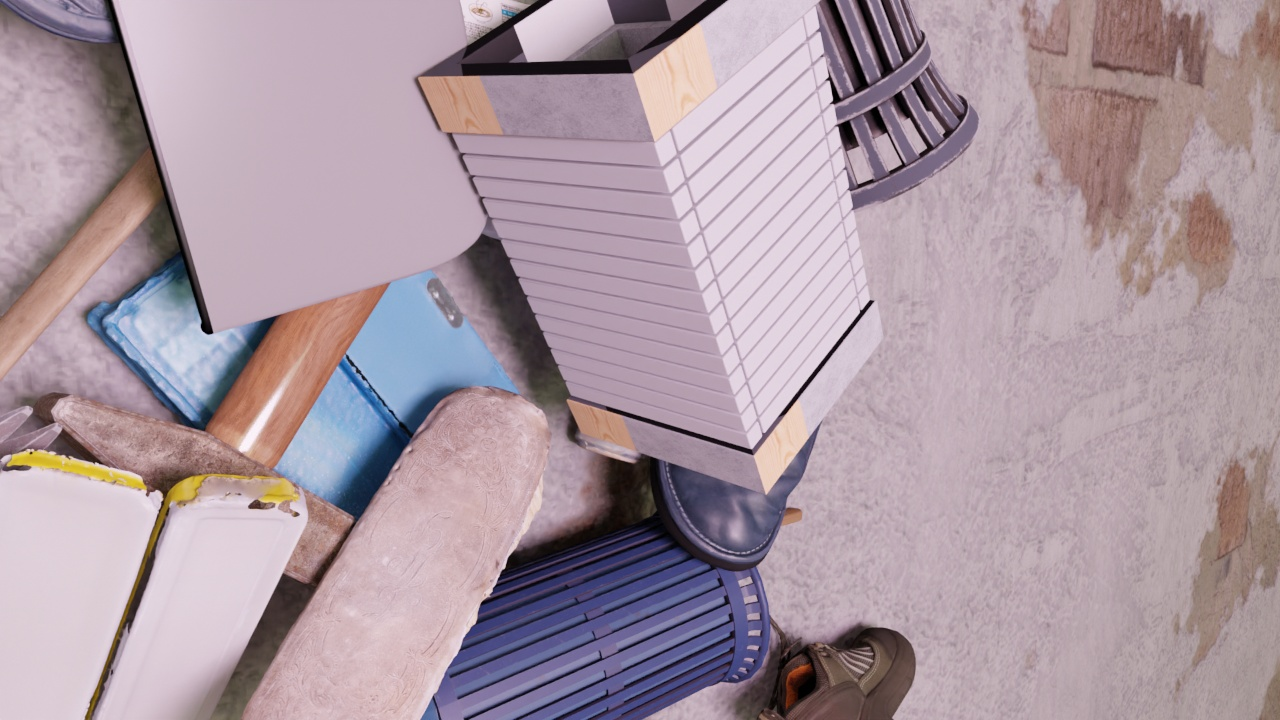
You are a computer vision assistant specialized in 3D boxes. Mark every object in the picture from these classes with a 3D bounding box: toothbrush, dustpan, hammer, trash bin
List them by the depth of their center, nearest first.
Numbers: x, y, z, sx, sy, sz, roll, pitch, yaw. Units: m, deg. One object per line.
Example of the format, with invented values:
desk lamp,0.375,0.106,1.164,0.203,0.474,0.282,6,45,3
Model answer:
hammer,-0.242,-0.078,0.444,0.330,0.119,0.031,-59,150,-22
dustpan,-0.121,-0.129,0.478,0.256,0.033,0.163,-22,118,-34
hammer,-0.170,-0.046,0.506,0.158,0.037,0.300,43,62,-38
trash bin,0.022,-0.076,0.515,0.142,0.143,0.247,-46,132,-31
trash bin,-0.051,0.193,0.613,0.248,0.139,0.139,-13,106,-34
trash bin,0.126,-0.242,0.661,0.164,0.164,0.227,-43,118,-24
toothbrush,0.078,0.148,0.783,0.166,0.016,0.016,-8,102,-36

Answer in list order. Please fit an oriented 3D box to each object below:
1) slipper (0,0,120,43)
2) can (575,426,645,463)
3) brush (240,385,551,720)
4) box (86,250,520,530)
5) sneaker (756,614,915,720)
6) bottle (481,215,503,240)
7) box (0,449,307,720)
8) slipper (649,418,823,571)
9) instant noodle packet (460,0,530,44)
slipper,-0.228,-0.245,0.437,0.101,0.083,0.263,42,53,-40
can,-0.004,0.004,0.667,0.054,0.054,0.135,20,86,-39
brush,-0.126,0.129,0.498,0.083,0.057,0.270,23,54,2
box,-0.173,0.011,0.551,0.174,0.034,0.231,-48,123,-30
sneaker,0.161,0.297,0.836,0.101,0.143,0.237,-66,164,17
bottle,-0.070,-0.149,0.589,0.051,0.051,0.146,13,90,-39
box,-0.251,0.125,0.441,0.129,0.034,0.210,14,125,-32
slipper,0.087,0.019,0.661,0.109,0.084,0.264,29,53,-8
instant noodle packet,-0.112,-0.173,0.516,0.134,0.026,0.087,1,94,-42
